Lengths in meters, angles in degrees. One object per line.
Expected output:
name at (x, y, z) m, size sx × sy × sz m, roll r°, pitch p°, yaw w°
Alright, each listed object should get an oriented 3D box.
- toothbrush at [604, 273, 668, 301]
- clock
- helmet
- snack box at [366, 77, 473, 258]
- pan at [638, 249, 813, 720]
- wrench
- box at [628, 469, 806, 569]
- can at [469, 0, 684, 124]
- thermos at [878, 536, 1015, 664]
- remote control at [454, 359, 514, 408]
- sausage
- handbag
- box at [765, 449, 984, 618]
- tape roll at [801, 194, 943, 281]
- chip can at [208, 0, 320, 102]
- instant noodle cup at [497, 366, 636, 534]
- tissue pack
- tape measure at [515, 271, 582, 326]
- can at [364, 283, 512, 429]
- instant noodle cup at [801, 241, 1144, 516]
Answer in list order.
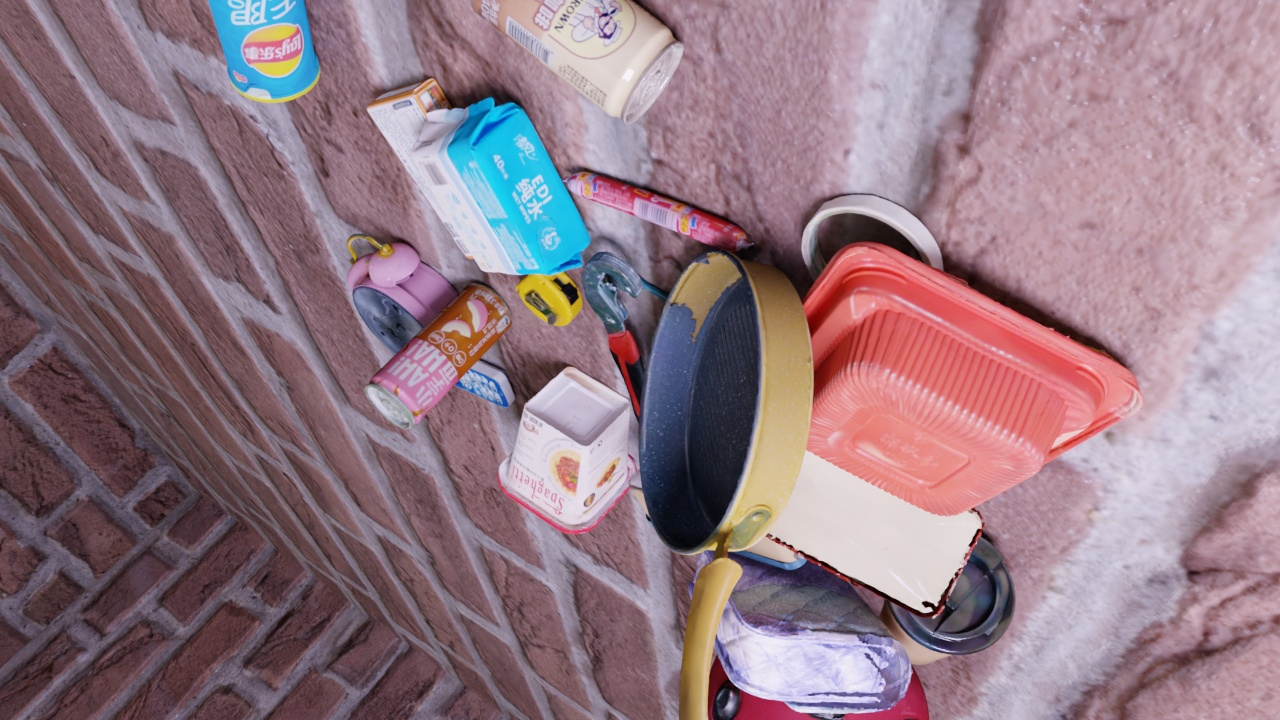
toothbrush at (0.051, -0.023, 0.690) m, size 0.192 × 0.018 × 0.016 m, roll 32°, pitch 151°, yaw 16°
clock at (-0.241, -0.062, 0.929) m, size 0.158 × 0.059 × 0.117 m, roll 51°, pitch 150°, yaw -21°
helmet at (0.166, 0.298, 0.841) m, size 0.207 × 0.143 × 0.240 m, roll 15°, pitch 164°, yaw -10°
snack box at (-0.153, -0.150, 0.744) m, size 0.075 × 0.026 × 0.154 m, roll 5°, pitch 135°, yaw 46°
pan at (0.041, 0.086, 0.546) m, size 0.078 × 0.356 × 0.198 m, roll 7°, pitch 138°, yaw -18°
wrench at (-0.005, 0.004, 0.776) m, size 0.056 × 0.016 × 0.274 m, roll 25°, pitch 152°, yaw 27°
box at (0.072, 0.109, 0.776) m, size 0.185 × 0.089 × 0.060 m, roll 8°, pitch 138°, yaw 47°
can at (-0.037, -0.191, 0.522) m, size 0.116 × 0.058 × 0.059 m, roll 38°, pitch 150°, yaw 3°
thermos at (0.229, 0.192, 0.715) m, size 0.093 × 0.092 × 0.143 m, roll 29°, pitch 157°, yaw 19°
remote control at (-0.191, 0.013, 1.007) m, size 0.125 × 0.024 × 0.049 m, roll 20°, pitch 145°, yaw 29°
sausage at (0.009, -0.104, 0.628) m, size 0.156 × 0.020 × 0.020 m, roll 24°, pitch 147°, yaw 25°
handbag at (0.119, 0.206, 0.750) m, size 0.134 × 0.075 × 0.194 m, roll 6°, pitch -167°, yaw -10°
box at (0.144, 0.101, 0.638) m, size 0.168 × 0.091 × 0.076 m, roll 27°, pitch -179°, yaw 13°
tape roll at (0.137, -0.060, 0.547) m, size 0.086 × 0.013 × 0.086 m, roll 28°, pitch 148°, yaw 19°
chip can at (-0.284, -0.289, 0.660) m, size 0.071 × 0.071 × 0.211 m, roll 34°, pitch 150°, yaw 12°
instant noodle cup at (-0.067, 0.084, 0.885) m, size 0.116 × 0.116 × 0.124 m, roll 30°, pitch 137°, yaw 19°
tissue pack at (-0.101, -0.125, 0.680) m, size 0.090 × 0.063 × 0.140 m, roll 8°, pitch 136°, yaw 47°
tape measure at (-0.079, -0.055, 0.785) m, size 0.057 × 0.028 × 0.060 m, roll 45°, pitch 150°, yaw -11°
can at (-0.184, -0.006, 0.849) m, size 0.058 × 0.147 × 0.058 m, roll 28°, pitch 149°, yaw 19°
instant noodle cup at (0.170, 0.026, 0.547) m, size 0.189 × 0.079 × 0.165 m, roll 26°, pitch 153°, yaw 3°
